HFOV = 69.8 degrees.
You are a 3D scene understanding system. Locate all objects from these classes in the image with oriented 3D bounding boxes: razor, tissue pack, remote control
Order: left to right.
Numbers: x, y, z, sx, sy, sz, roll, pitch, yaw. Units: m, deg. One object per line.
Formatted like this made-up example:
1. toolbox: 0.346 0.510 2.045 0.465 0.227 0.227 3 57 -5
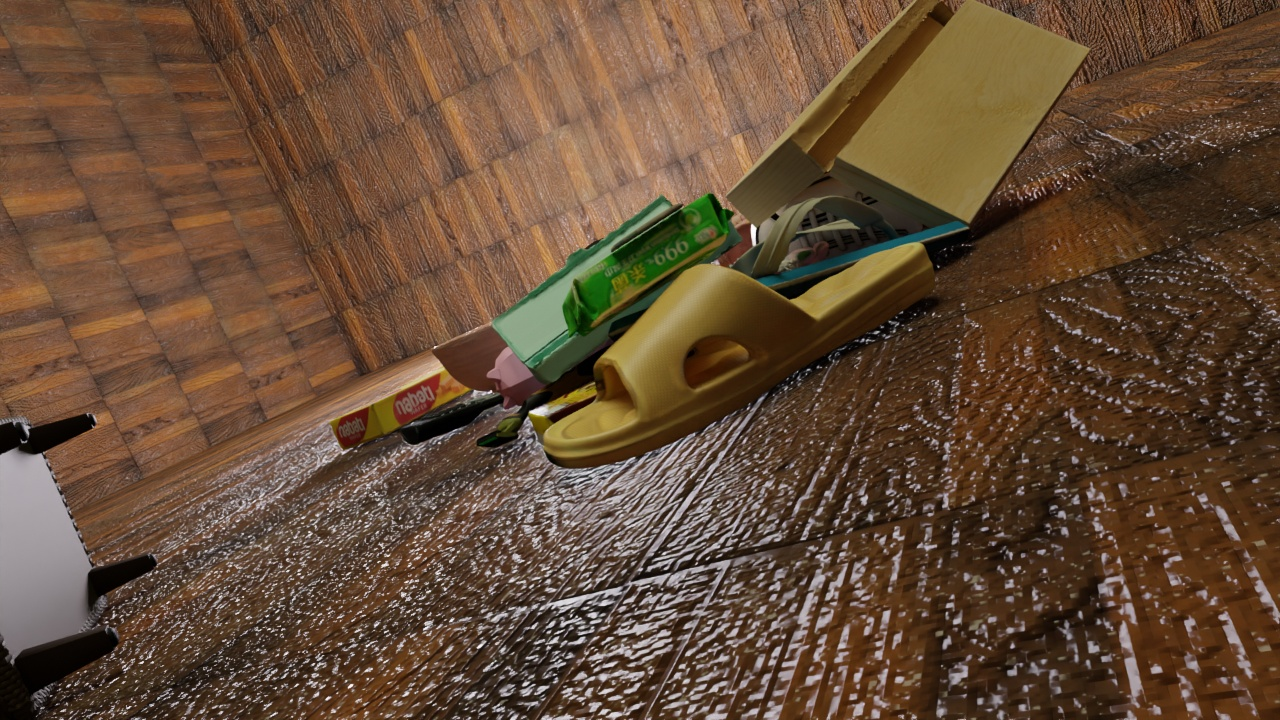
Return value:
1. remote control: -0.160 0.048 0.886 0.140 0.021 0.046 -23 7 -37
2. razor: -0.061 0.023 0.697 0.143 0.021 0.044 -34 4 -32
3. tissue pack: 0.000 -0.057 0.572 0.114 0.034 0.099 -33 0 -9

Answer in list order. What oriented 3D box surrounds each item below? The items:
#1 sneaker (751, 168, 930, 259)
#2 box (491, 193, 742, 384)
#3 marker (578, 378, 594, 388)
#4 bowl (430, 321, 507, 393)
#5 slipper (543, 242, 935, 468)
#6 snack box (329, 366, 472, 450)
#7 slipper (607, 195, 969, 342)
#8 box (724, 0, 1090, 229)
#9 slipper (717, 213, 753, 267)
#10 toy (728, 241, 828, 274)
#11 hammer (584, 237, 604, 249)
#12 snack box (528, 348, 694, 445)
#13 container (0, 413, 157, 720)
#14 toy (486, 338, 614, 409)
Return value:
1. sneaker: 0.228 -0.143 0.878 0.246 0.091 0.097 -20 25 10
2. box: -0.021 -0.056 0.727 0.187 0.055 0.138 -36 24 -8
3. marker: -0.004 0.004 0.738 0.134 0.015 0.018 -23 39 -3
4. bowl: -0.153 -0.009 1.044 0.153 0.076 0.153 -21 7 3
5. slipper: 0.052 -0.022 0.534 0.263 0.078 0.100 -26 5 -16
6. snack box: -0.281 0.048 1.148 0.092 0.042 0.200 -18 8 38
7. slipper: 0.105 -0.072 0.665 0.294 0.060 0.118 -17 -5 -25
8. box: 0.232 -0.225 0.826 0.253 0.119 0.247 17 57 40
9. slipper: 0.164 -0.141 1.004 0.198 0.093 0.081 -19 19 29
10. toy: 0.128 -0.081 0.857 0.109 0.041 0.096 -20 -7 -5
11. hammer: -0.059 -0.090 1.157 0.139 0.035 0.313 -37 -6 -11
12. snack box: 0.001 0.016 0.609 0.148 0.025 0.061 -25 8 -15
13. container: -0.435 0.132 0.554 0.204 0.176 0.322 -22 7 -23
14. toy: -0.053 -0.009 0.795 0.157 0.067 0.123 -29 10 -12
